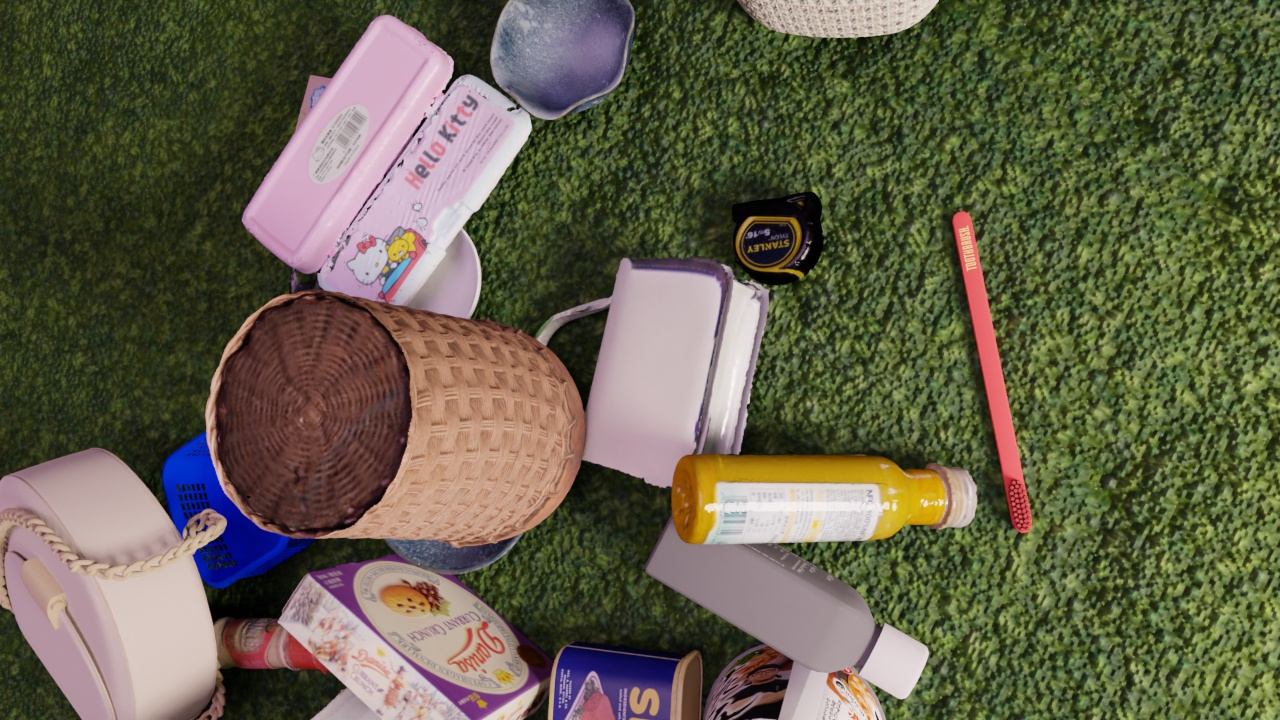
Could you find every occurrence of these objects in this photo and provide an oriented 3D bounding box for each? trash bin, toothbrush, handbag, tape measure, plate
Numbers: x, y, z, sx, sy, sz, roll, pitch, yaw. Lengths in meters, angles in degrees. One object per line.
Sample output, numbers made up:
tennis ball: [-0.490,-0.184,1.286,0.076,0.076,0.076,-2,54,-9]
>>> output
trash bin: [-0.136,0.040,0.536,0.151,0.210,0.151,-2,84,17]
toothbrush: [0.227,0.005,0.593,0.012,0.018,0.212,-11,82,15]
handbag: [-0.395,0.174,0.689,0.211,0.103,0.209,33,125,27]
tape measure: [0.095,-0.082,0.632,0.062,0.034,0.061,-2,80,28]
plate: [-0.161,-0.060,0.706,0.104,0.026,0.104,-1,88,24]
handbag: [-0.004,0.004,0.646,0.176,0.074,0.151,9,86,36]

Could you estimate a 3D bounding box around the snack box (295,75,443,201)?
snack box: [-0.204,-0.170,0.728,0.151,0.034,0.087,14,89,17]

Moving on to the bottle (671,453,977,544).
bottle: [0.114,0.084,0.562,0.186,0.053,0.053,1,84,-14]

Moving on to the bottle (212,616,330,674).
bottle: [-0.283,0.219,0.712,0.109,0.044,0.044,-5,83,17]

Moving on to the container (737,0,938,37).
container: [0.132,-0.331,0.587,0.185,0.142,0.246,8,88,17]

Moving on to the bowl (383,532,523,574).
bowl: [-0.127,0.083,0.670,0.137,0.057,0.137,-1,85,16]

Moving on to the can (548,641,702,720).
can: [-0.011,0.252,0.621,0.092,0.056,0.116,1,85,18]

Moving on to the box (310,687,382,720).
box: [-0.171,0.374,0.709,0.167,0.423,0.173,36,66,16]

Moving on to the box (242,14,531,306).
box: [-0.193,-0.140,0.684,0.152,0.038,0.201,38,96,16]

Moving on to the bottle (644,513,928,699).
bottle: [0.095,0.154,0.585,0.174,0.083,0.046,28,93,16]

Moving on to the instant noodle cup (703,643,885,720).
instant noodle cup: [0.086,0.245,0.558,0.124,0.121,0.123,-2,84,16]

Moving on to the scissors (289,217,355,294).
scissors: [-0.238,-0.014,0.720,0.203,0.015,0.202,33,104,22]

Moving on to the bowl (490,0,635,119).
bowl: [-0.051,-0.227,0.677,0.110,0.055,0.110,-1,85,16]

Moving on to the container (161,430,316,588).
container: [-0.309,0.110,0.721,0.096,0.058,0.114,-32,77,11]

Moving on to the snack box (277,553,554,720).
snack box: [-0.142,0.194,0.619,0.148,0.143,0.040,35,95,16]
